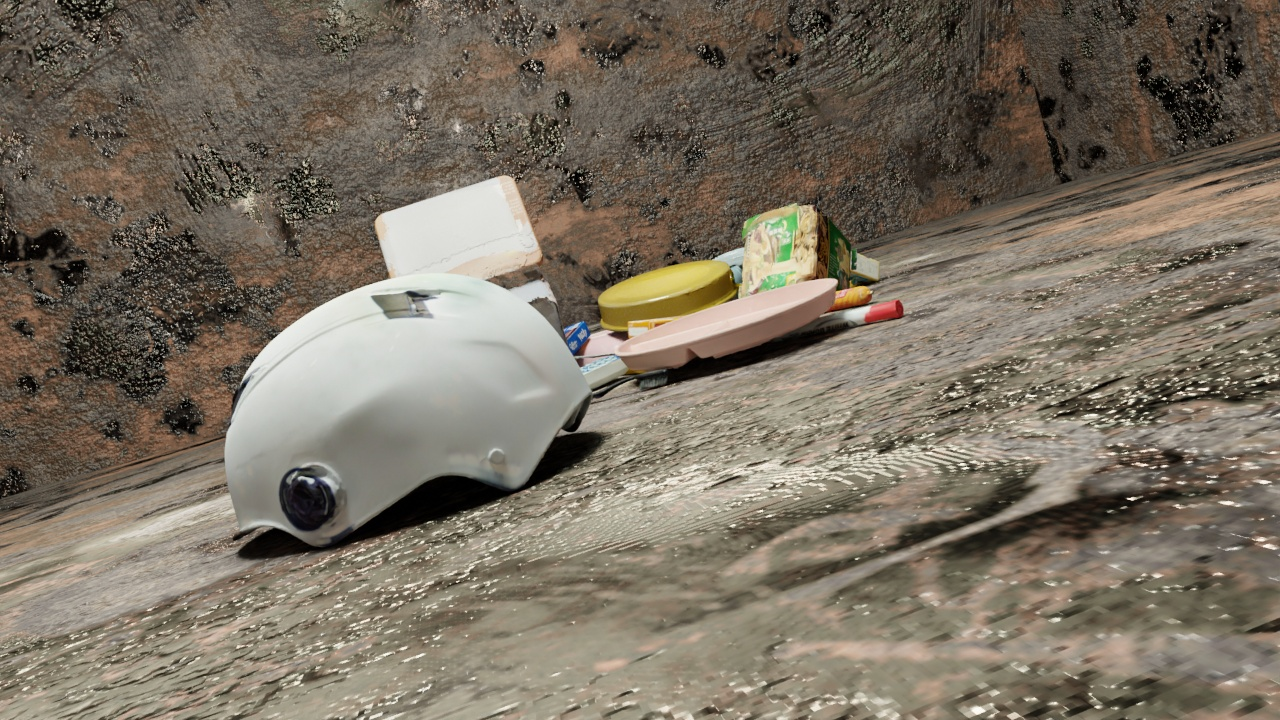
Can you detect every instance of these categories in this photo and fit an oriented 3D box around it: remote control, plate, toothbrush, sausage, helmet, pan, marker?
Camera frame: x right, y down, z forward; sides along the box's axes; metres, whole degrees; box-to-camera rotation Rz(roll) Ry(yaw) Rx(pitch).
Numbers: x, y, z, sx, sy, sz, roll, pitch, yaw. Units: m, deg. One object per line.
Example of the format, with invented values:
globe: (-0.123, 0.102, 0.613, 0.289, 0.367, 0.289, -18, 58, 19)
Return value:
remote control: (-0.067, 0.023, 0.972, 0.124, 0.024, 0.049, -24, 9, -37)
plate: (0.086, -0.034, 0.910, 0.229, 0.028, 0.229, -19, 7, 2)
toothbrush: (-0.057, 0.039, 0.864, 0.189, 0.016, 0.014, -17, -7, 20)
plate: (-0.026, -0.028, 1.323, 0.192, 0.039, 0.192, -16, 5, 1)
sausage: (0.210, -0.066, 1.086, 0.021, 0.021, 0.165, -20, 6, -38)
helmet: (-0.170, 0.021, 0.629, 0.259, 0.146, 0.228, -15, 5, 14)
pan: (0.117, -0.093, 1.274, 0.358, 0.078, 0.197, -13, 17, 8)
marker: (0.181, -0.036, 0.875, 0.146, 0.017, 0.017, -12, 7, 41)

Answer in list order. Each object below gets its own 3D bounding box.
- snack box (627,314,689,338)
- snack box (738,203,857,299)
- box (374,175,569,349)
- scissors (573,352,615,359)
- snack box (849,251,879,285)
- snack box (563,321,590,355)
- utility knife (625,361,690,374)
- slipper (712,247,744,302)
snack box: (0.069, -0.041, 1.069, 0.153, 0.026, 0.075, -7, 5, -21)
snack box: (0.201, -0.118, 1.153, 0.105, 0.118, 0.118, 21, -22, -41)
box: (-0.195, -0.074, 1.094, 0.179, 0.269, 0.136, -18, 8, -7)
scissors: (0.003, -0.012, 1.058, 0.165, 0.014, 0.163, -2, 5, 41)
snack box: (0.263, -0.136, 1.311, 0.140, 0.033, 0.087, 11, -11, -35)
snack box: (-0.151, -0.005, 1.272, 0.157, 0.026, 0.084, -19, 16, 24)
utility knife: (-0.006, 0.006, 1.018, 0.033, 0.015, 0.224, -16, 4, -26)
slipper: (0.109, -0.095, 1.408, 0.246, 0.074, 0.104, -31, -21, 19)
